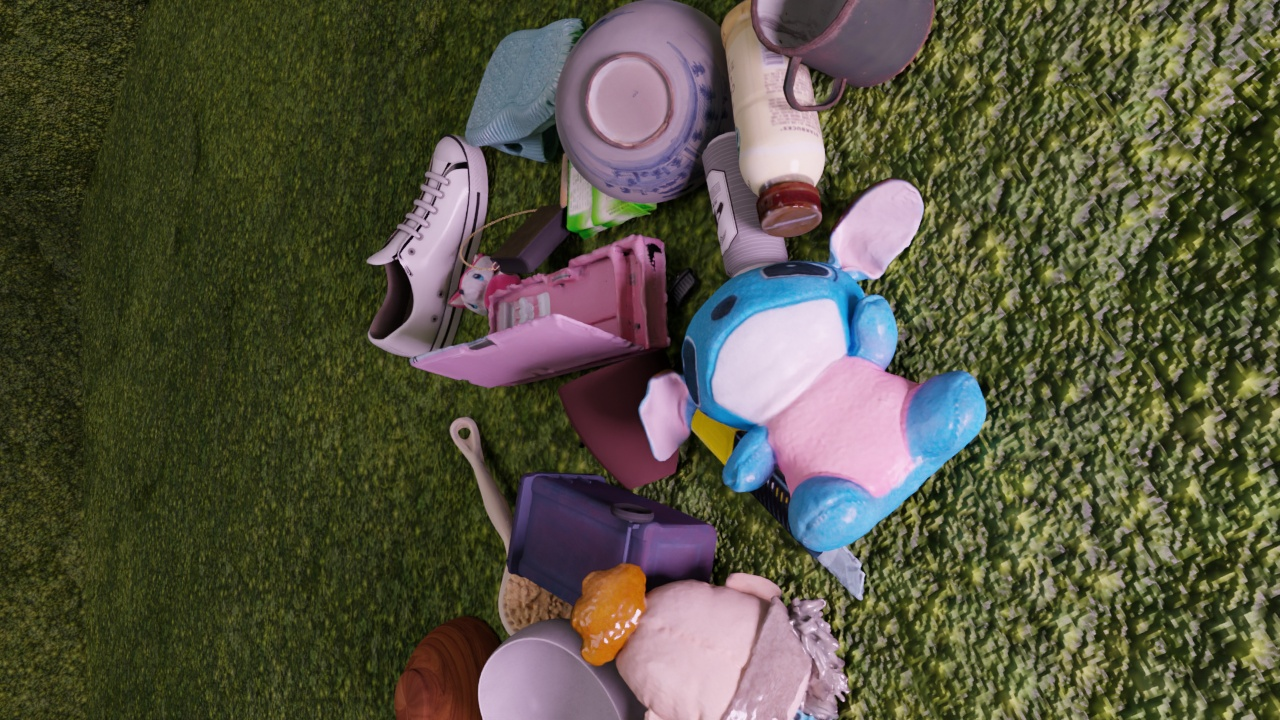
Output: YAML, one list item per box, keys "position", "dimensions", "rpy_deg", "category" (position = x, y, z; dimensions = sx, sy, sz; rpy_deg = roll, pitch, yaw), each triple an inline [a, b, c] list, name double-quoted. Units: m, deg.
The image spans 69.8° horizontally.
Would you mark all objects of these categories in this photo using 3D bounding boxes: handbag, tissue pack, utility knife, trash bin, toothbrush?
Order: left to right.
- position: [-0.127, -0.114, 0.871]
  dimensions: [0.084, 0.027, 0.178]
  rpy_deg: [-50, 29, -19]
  category: "handbag"
- position: [-0.029, 0.139, 0.685]
  dimensions: [0.161, 0.092, 0.094]
  rpy_deg: [12, 93, 51]
  category: "trash bin"
- position: [-0.025, -0.166, 0.773]
  dimensions: [0.100, 0.034, 0.114]
  rpy_deg: [-9, 77, 49]
  category: "tissue pack"
- position: [-0.004, 0.004, 0.738]
  dimensions: [0.017, 0.014, 0.188]
  rpy_deg: [50, 121, 32]
  category: "toothbrush"
- position: [0.086, 0.084, 0.614]
  dimensions: [0.198, 0.020, 0.029]
  rpy_deg: [49, 122, 43]
  category: "utility knife"

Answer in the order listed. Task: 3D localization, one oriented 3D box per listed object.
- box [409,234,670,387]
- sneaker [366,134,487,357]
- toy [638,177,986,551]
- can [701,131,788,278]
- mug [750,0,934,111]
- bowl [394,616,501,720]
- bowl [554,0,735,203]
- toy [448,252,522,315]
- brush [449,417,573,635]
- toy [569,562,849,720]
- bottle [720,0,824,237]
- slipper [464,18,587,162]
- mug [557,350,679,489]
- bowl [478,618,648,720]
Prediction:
- position: [-0.092, -0.036, 0.748]
  dimensions: [0.233, 0.115, 0.099]
  rpy_deg: [-11, 76, 50]
  category: "box"
- position: [-0.236, -0.120, 0.965]
  dimensions: [0.091, 0.097, 0.245]
  rpy_deg: [31, 108, 47]
  category: "sneaker"
- position: [0.109, 0.006, 0.547]
  dimensions: [0.224, 0.099, 0.191]
  rpy_deg: [-42, 51, 3]
  category: "toy"
- position: [0.073, -0.105, 0.641]
  dimensions: [0.044, 0.044, 0.106]
  rpy_deg: [-29, 63, 44]
  category: "can"
- position: [0.123, -0.206, 0.569]
  dimensions: [0.085, 0.081, 0.111]
  rpy_deg: [25, 103, 48]
  category: "mug"
- position: [-0.188, 0.318, 0.861]
  dimensions: [0.148, 0.068, 0.147]
  rpy_deg: [-10, 76, 48]
  category: "bowl"
- position: [-0.001, -0.188, 0.670]
  dimensions: [0.151, 0.056, 0.151]
  rpy_deg: [4, 104, 14]
  category: "bowl"
- position: [-0.154, -0.073, 0.903]
  dimensions: [0.102, 0.050, 0.065]
  rpy_deg: [22, 96, 44]
  category: "toy"
- position: [-0.127, 0.142, 0.832]
  dimensions: [0.272, 0.062, 0.077]
  rpy_deg: [57, 141, 43]
  category: "brush"
- position: [0.037, 0.186, 0.570]
  dimensions: [0.176, 0.132, 0.076]
  rpy_deg: [27, 151, 13]
  category: "toy"
- position: [0.090, -0.162, 0.612]
  dimensions: [0.057, 0.056, 0.162]
  rpy_deg: [-26, 60, 44]
  category: "bottle"
- position: [-0.093, -0.245, 0.839]
  dimensions: [0.276, 0.069, 0.116]
  rpy_deg: [19, 95, 63]
  category: "slipper"
- position: [-0.009, 0.051, 0.700]
  dimensions: [0.114, 0.087, 0.088]
  rpy_deg: [140, 110, -76]
  category: "mug"
- position: [-0.052, 0.258, 0.700]
  dimensions: [0.132, 0.064, 0.132]
  rpy_deg: [7, 105, 28]
  category: "bowl"
